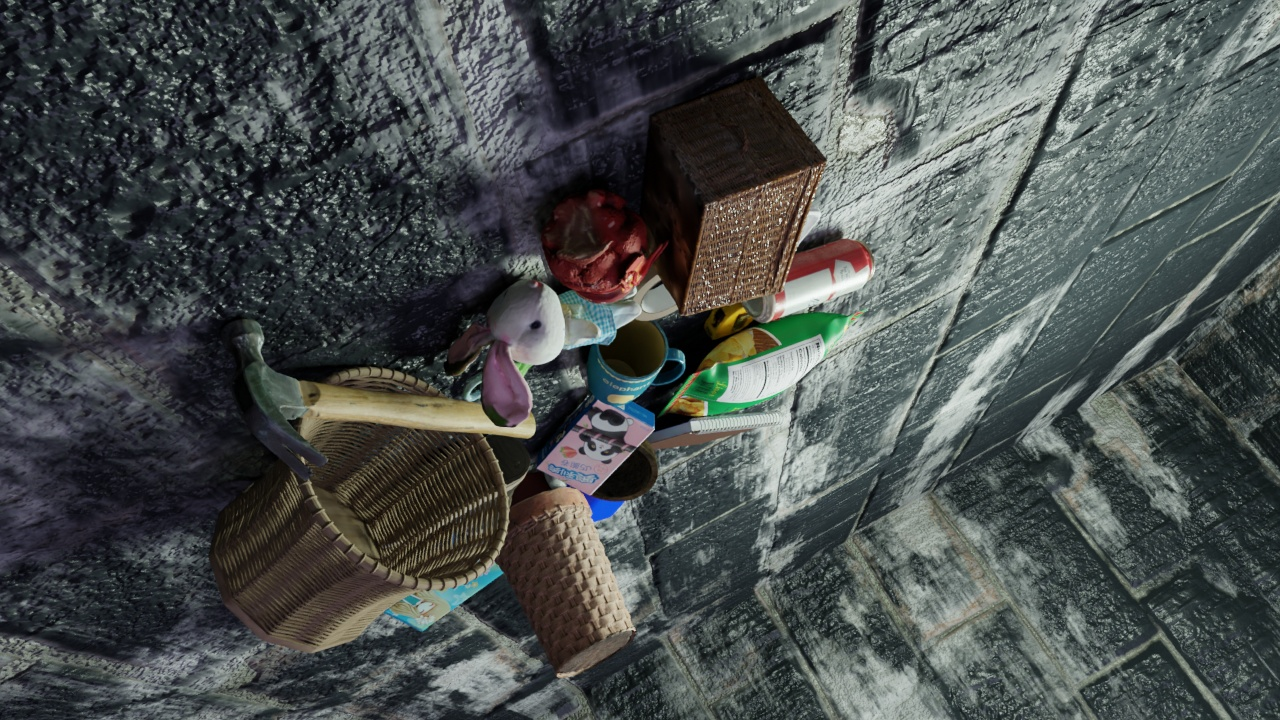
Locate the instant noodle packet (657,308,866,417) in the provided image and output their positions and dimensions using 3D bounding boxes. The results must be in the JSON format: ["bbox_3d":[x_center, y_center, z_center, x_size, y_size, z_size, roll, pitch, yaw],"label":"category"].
[{"bbox_3d":[0.155,0.007,1.217,0.252,0.090,0.196,-20,167,-17],"label":"instant noodle packet"}]

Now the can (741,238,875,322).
[{"bbox_3d":[0.203,-0.099,1.116,0.169,0.067,0.067,-20,153,-24],"label":"can"}]

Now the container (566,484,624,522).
[{"bbox_3d":[-0.064,0.198,1.380,0.096,0.058,0.114,-10,148,-38],"label":"container"}]

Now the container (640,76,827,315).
[{"bbox_3d":[0.074,-0.141,0.840,0.112,0.113,0.199,-20,152,-15],"label":"container"}]

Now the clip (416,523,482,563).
[{"bbox_3d":[-0.266,0.249,1.273,0.127,0.028,0.113,-42,129,16],"label":"clip"}]

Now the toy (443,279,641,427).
[{"bbox_3d":[-0.083,-0.036,0.889,0.205,0.131,0.106,-26,140,-26],"label":"toy"}]

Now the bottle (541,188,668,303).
[{"bbox_3d":[-0.034,-0.099,0.819,0.099,0.099,0.111,-29,160,-4],"label":"bottle"}]

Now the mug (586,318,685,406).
[{"bbox_3d":[-0.006,0.006,1.046,0.112,0.084,0.104,4,153,-13],"label":"mug"}]

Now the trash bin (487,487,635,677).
[{"bbox_3d":[-0.102,0.298,1.236,0.151,0.210,0.151,-25,154,-13],"label":"trash bin"}]

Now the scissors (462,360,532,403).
[{"bbox_3d":[-0.117,-0.004,1.004,0.176,0.033,0.072,-31,152,9],"label":"scissors"}]

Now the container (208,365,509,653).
[{"bbox_3d":[-0.274,0.152,0.880,0.197,0.226,0.226,-38,155,29],"label":"container"}]

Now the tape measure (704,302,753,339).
[{"bbox_3d":[0.119,-0.058,1.145,0.068,0.030,0.059,-19,154,-26],"label":"tape measure"}]

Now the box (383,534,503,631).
[{"bbox_3d":[-0.259,0.327,1.398,0.227,0.074,0.180,-37,154,11],"label":"box"}]

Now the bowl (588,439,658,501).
[{"bbox_3d":[-0.035,0.133,1.270,0.121,0.056,0.121,2,128,2],"label":"bowl"}]

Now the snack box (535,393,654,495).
[{"bbox_3d":[-0.059,0.106,1.191,0.088,0.033,0.154,30,123,-19],"label":"snack box"}]

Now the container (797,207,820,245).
[{"bbox_3d":[0.123,-0.131,0.987,0.080,0.049,0.130,-7,146,-41],"label":"container"}]

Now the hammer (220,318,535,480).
[{"bbox_3d":[-0.212,0.047,0.835,0.033,0.132,0.330,-40,153,24],"label":"hammer"}]

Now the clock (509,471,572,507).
[{"bbox_3d":[-0.150,0.192,1.291,0.124,0.044,0.087,-22,154,-19],"label":"clock"}]

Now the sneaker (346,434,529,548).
[{"bbox_3d":[-0.249,0.175,1.099,0.234,0.095,0.120,-25,156,-29],"label":"sneaker"}]

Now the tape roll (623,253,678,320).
[{"bbox_3d":[0.023,-0.084,0.986,0.093,0.030,0.094,-25,155,-13],"label":"tape roll"}]

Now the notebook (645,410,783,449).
[{"bbox_3d":[0.085,0.107,1.350,0.172,0.022,0.208,-20,167,41],"label":"notebook"}]
